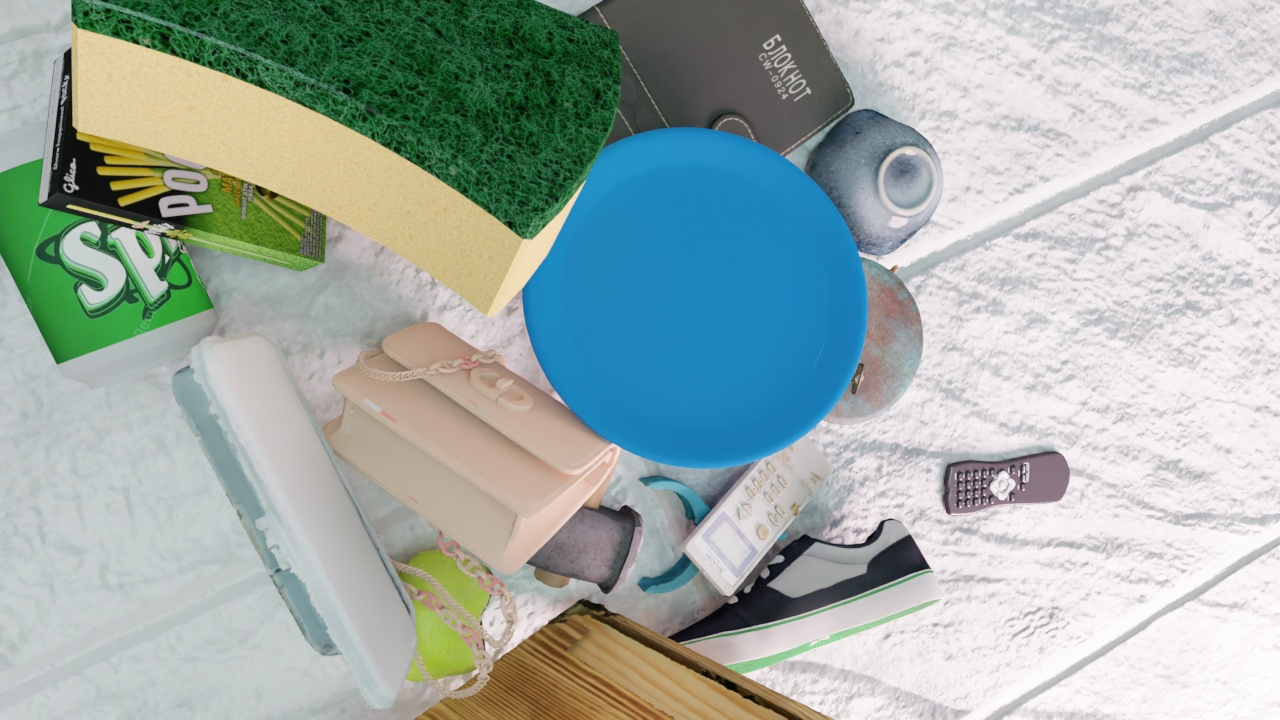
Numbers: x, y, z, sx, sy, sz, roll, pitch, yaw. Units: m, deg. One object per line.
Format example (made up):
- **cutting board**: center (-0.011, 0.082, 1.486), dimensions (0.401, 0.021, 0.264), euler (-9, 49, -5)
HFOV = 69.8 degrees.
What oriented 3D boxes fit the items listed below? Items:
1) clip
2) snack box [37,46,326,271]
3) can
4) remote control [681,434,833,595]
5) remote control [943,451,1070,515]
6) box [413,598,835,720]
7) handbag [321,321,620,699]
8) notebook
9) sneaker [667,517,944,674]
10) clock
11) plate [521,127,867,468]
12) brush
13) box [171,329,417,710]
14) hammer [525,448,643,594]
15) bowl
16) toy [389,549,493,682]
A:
- **clip**: center (0.038, 0.119, 0.687), dimensions (0.121, 0.033, 0.119), euler (-35, 101, -10)
- **snack box**: center (-0.248, -0.107, 0.518), dimensions (0.147, 0.025, 0.080), euler (14, 71, -51)
- **can**: center (-0.309, -0.061, 0.523), dimensions (0.087, 0.088, 0.140), euler (-23, 103, -14)
- **remote control**: center (0.090, 0.109, 0.684), dimensions (0.135, 0.011, 0.050), euler (-44, 98, -25)
- **remote control**: center (0.312, 0.104, 0.776), dimensions (0.124, 0.009, 0.046), euler (-4, 98, -17)
- **box**: center (-0.026, 0.295, 0.514), dimensions (0.258, 0.280, 0.221), euler (0, 100, -44)
- **handbag**: center (-0.130, 0.081, 0.596), dimensions (0.199, 0.116, 0.188), euler (32, 122, 13)
- **notebook**: center (0.037, -0.192, 0.648), dimensions (0.209, 0.029, 0.169), euler (-36, 106, -8)
- **sneaker**: center (0.104, 0.182, 0.695), dimensions (0.235, 0.084, 0.079), euler (-17, 66, -7)
- **clock**: center (0.129, -0.013, 0.673), dimensions (0.157, 0.073, 0.121), euler (-12, 100, -15)
- **plate**: center (0.036, -0.041, 0.593), dimensions (0.224, 0.024, 0.224), euler (2, 78, -9)
- **brush**: center (-0.142, -0.155, 0.497), dimensions (0.250, 0.075, 0.194), euler (25, 45, -11)
- **box**: center (-0.191, 0.083, 0.517), dimensions (0.084, 0.186, 0.211), euler (-30, 98, -32)
- **hammer**: center (-0.004, 0.004, 0.637), dimensions (0.098, 0.052, 0.328), euler (21, 93, -19)
- **bowl**: center (0.184, -0.133, 0.685), dimensions (0.110, 0.055, 0.110), euler (-2, 98, -17)
- **toy**: center (-0.159, 0.172, 0.621), dimensions (0.115, 0.046, 0.092), euler (6, 94, -11)
